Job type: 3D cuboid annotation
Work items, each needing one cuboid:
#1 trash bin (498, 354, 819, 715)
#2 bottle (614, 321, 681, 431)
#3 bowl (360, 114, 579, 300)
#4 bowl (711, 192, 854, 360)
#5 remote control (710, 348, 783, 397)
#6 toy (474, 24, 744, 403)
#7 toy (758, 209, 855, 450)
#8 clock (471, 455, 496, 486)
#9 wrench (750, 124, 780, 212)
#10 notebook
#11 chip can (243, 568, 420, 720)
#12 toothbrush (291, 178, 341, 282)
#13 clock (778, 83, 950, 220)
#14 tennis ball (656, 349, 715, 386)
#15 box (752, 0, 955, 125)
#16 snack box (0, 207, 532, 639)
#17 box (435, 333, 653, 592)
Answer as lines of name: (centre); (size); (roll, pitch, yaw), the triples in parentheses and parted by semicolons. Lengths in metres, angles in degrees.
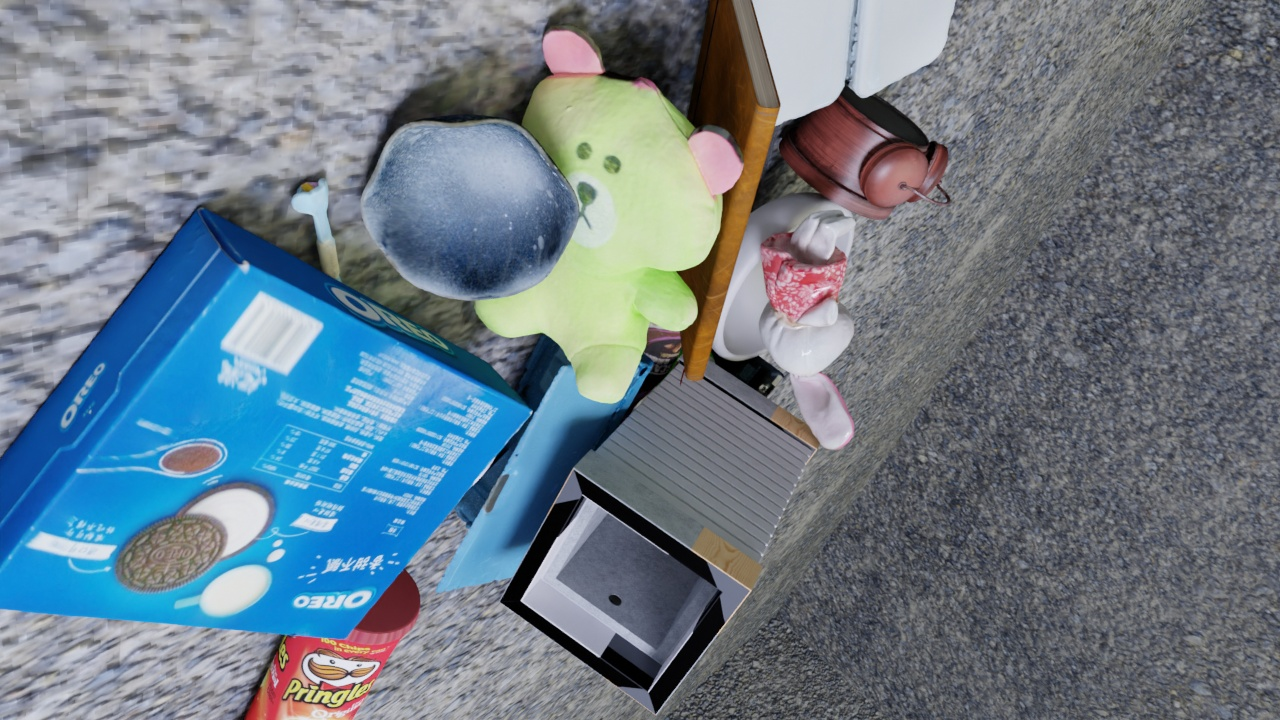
trash bin: (0.028, 0.123, 0.748); (0.143, 0.142, 0.246); (-61, 171, 29)
bottle: (-0.005, 0.005, 0.828); (0.059, 0.059, 0.166); (-16, 141, -54)
bowl: (-0.089, -0.090, 0.494); (0.055, 0.110, 0.111); (-94, -158, -51)
bowl: (0.114, -0.087, 0.851); (0.176, 0.066, 0.177); (-33, 149, -23)
remote control: (0.090, 0.001, 0.927); (0.022, 0.150, 0.047); (37, 93, -30)
toy: (-0.019, -0.084, 0.563); (0.197, 0.150, 0.107); (-60, 173, 26)
toy: (0.143, -0.039, 0.776); (0.084, 0.159, 0.194); (-8, 127, -5)
clock: (-0.158, 0.071, 0.658); (0.125, 0.052, 0.089); (-37, 156, -21)
wrench: (0.090, -0.128, 0.856); (0.073, 0.018, 0.274); (-30, 150, -35)
notebook: (0.046, -0.122, 0.629); (0.014, 0.178, 0.250); (1, 141, -8)
chip can: (-0.253, 0.252, 0.720); (0.086, 0.087, 0.214); (-11, 137, -58)
toothbrush: (-0.170, -0.038, 0.506); (0.022, 0.016, 0.155); (-47, 161, -34)
clock: (0.200, -0.178, 0.797); (0.120, 0.157, 0.072); (-19, 149, -52)
tennis ball: (0.042, 0.008, 0.915); (0.065, 0.065, 0.065); (-41, 156, -22)
box: (0.149, -0.264, 0.642); (0.191, 0.045, 0.210); (-23, 148, -9)
snack box: (-0.193, 0.055, 0.502); (0.195, 0.056, 0.238); (-50, 148, 2)
box: (-0.097, 0.070, 0.718); (0.111, 0.094, 0.232); (-9, 136, -56)
